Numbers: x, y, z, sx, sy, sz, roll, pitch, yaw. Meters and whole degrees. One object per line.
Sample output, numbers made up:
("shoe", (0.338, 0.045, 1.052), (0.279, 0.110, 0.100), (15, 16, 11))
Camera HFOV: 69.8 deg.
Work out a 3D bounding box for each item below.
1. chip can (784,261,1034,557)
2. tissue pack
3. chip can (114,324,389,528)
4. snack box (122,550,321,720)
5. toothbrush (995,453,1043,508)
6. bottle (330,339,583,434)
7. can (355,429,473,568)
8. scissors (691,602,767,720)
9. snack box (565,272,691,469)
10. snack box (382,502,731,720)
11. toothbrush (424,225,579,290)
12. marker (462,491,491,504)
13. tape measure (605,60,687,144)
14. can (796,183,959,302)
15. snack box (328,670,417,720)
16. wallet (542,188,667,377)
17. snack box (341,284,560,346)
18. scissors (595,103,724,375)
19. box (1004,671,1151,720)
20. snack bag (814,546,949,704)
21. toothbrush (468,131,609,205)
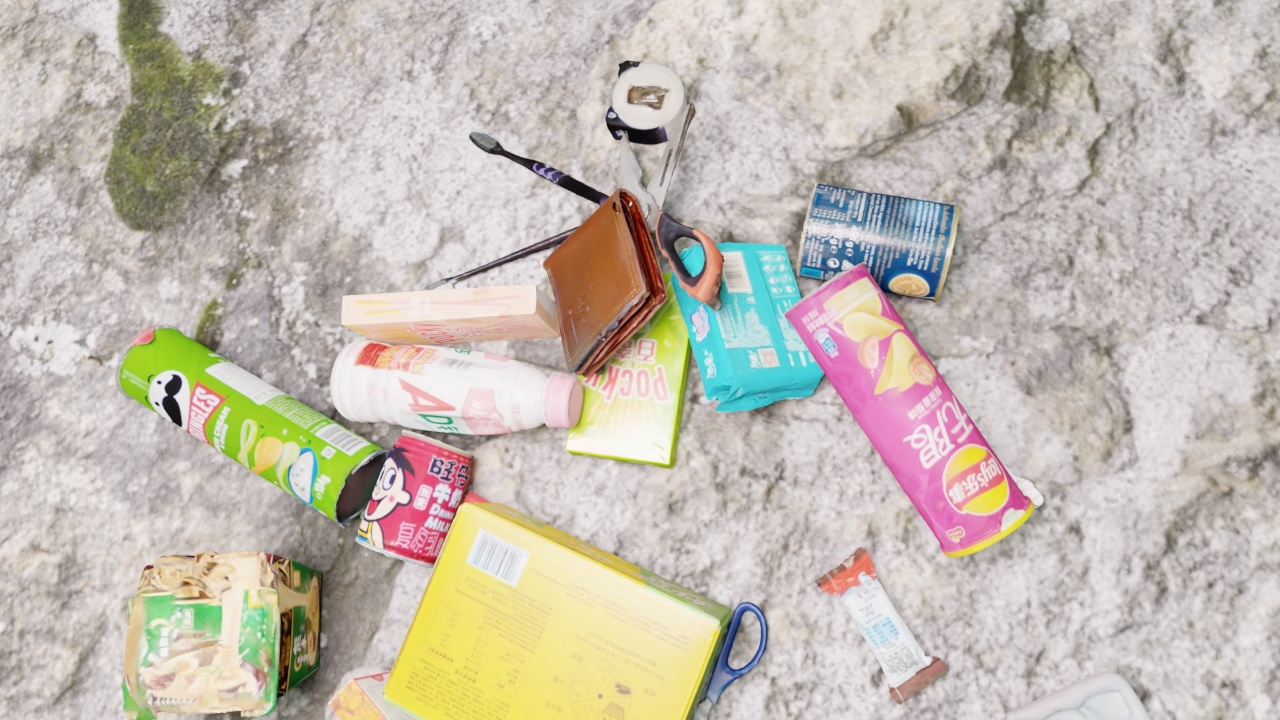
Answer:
("chip can", (0.189, 0.034, 0.659), (0.071, 0.071, 0.210), (-34, 84, -1))
("tissue pack", (0.082, -0.028, 0.705), (0.093, 0.050, 0.133), (-5, 70, -29))
("chip can", (-0.317, 0.051, 0.755), (0.236, 0.072, 0.072), (26, 81, 14))
("snack box", (-0.302, 0.205, 0.697), (0.118, 0.105, 0.117), (-4, 77, 9))
("toothbrush", (0.240, 0.039, 0.698), (0.016, 0.016, 0.180), (-37, 73, -4))
("bottle", (-0.144, 0.025, 0.729), (0.197, 0.068, 0.068), (5, 77, 14))
("can", (-0.175, 0.108, 0.720), (0.066, 0.066, 0.093), (17, 79, 13))
("scissors", (0.041, 0.250, 0.680), (0.162, 0.012, 0.174), (40, 86, 15))
("snack box", (-0.004, 0.004, 0.740), (0.086, 0.026, 0.156), (7, 78, 12))
("snack box", (-0.059, 0.213, 0.663), (0.210, 0.070, 0.157), (21, 88, 15))
("toothbrush", (-0.100, -0.089, 0.785), (0.181, 0.015, 0.018), (-23, 80, 4))
("marker", (-0.076, 0.141, 0.723), (0.145, 0.017, 0.017), (23, 81, 14))
("tape measure", (0.007, -0.222, 0.791), (0.066, 0.033, 0.065), (9, 79, 11))
("can", (0.180, -0.092, 0.709), (0.111, 0.075, 0.075), (12, 78, 12))
("snack box", (-0.153, 0.294, 0.665), (0.156, 0.077, 0.027), (43, 86, 16))
("wallet", (-0.032, -0.061, 0.701), (0.101, 0.032, 0.124), (-43, 44, 31))
("snack box", (-0.150, -0.035, 0.743), (0.157, 0.084, 0.026), (-4, 78, 8))
("scissors", (0.003, -0.094, 0.713), (0.189, 0.015, 0.225), (-48, 44, 23))
("box", (0.269, 0.318, 0.614), (0.201, 0.039, 0.158), (-27, 73, 2))
("snack bag", (0.174, 0.191, 0.665), (0.048, 0.026, 0.104), (-37, 74, 5))
("toothbrush", (-0.072, -0.160, 0.798), (0.189, 0.017, 0.014), (28, 81, 13))
